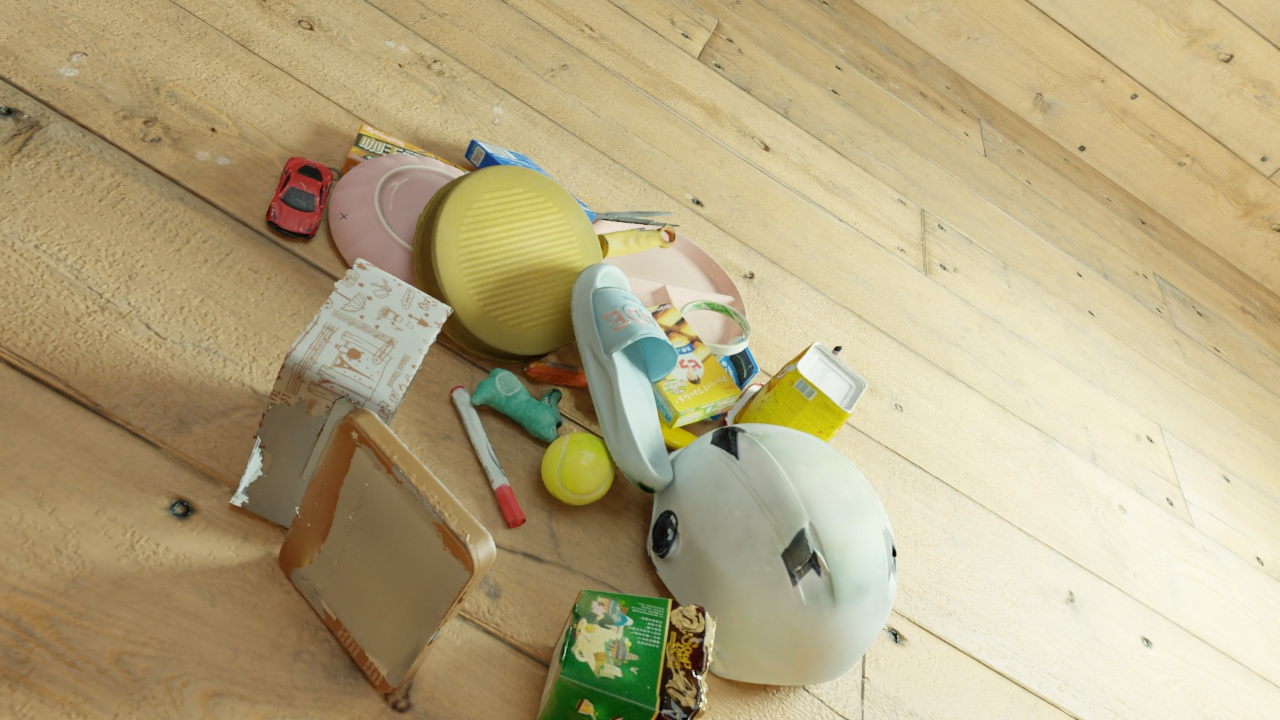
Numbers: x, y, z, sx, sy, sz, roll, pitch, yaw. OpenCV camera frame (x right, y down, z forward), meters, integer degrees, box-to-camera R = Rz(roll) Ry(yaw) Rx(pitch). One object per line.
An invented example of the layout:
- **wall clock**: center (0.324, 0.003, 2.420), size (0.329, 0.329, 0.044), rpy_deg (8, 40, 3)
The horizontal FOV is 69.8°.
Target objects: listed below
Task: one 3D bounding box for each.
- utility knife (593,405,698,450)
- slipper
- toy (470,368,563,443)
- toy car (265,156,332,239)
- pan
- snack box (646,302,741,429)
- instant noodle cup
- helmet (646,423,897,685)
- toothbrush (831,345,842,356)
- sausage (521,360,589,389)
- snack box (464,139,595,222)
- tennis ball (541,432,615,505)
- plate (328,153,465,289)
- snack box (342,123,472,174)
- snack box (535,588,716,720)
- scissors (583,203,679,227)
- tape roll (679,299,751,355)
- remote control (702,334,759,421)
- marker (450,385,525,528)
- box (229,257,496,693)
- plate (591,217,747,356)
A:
- **utility knife**: center (0.049, 0.090, 0.947), size (0.223, 0.015, 0.033), rpy_deg (27, 46, -13)
- **slipper**: center (-0.005, 0.005, 0.860), size (0.104, 0.074, 0.245), rpy_deg (40, 31, -55)
- **toy**: center (-0.109, 0.041, 0.865), size (0.092, 0.030, 0.096), rpy_deg (39, 30, -6)
- **toy car**: center (-0.331, -0.160, 0.896), size (0.049, 0.031, 0.106), rpy_deg (19, 43, -21)
- **pan**: center (-0.075, -0.113, 0.969), size (0.356, 0.078, 0.197), rpy_deg (-18, 93, -37)
- **snack box**: center (0.031, 0.003, 0.963), size (0.086, 0.034, 0.140), rpy_deg (-14, 57, -34)
- **instant noodle cup**: center (0.171, 0.054, 0.992), size (0.116, 0.124, 0.115), rpy_deg (41, 37, 6)
- **helmet**: center (0.134, 0.152, 0.834), size (0.228, 0.146, 0.258), rpy_deg (8, 49, -34)
- **toothbrush**: center (0.215, 0.011, 1.063), size (0.014, 0.189, 0.016), rpy_deg (-2, 76, 2)
- **sausage**: center (-0.046, 0.020, 0.940), size (0.165, 0.022, 0.021), rpy_deg (11, 45, -30)
- **snack box**: center (-0.129, -0.203, 1.060), size (0.084, 0.026, 0.157), rpy_deg (6, 30, -48)
- **tennis ball**: center (-0.055, 0.096, 0.817), size (0.065, 0.066, 0.065), rpy_deg (22, 40, -20)
- **plate**: center (-0.215, -0.140, 0.933), size (0.192, 0.039, 0.192), rpy_deg (17, 52, -24)
- **snack box**: center (-0.244, -0.202, 1.011), size (0.153, 0.026, 0.075), rpy_deg (22, 39, -19)
- **snack box**: center (-0.015, 0.237, 0.679), size (0.105, 0.118, 0.118), rpy_deg (20, 37, -3)
- **scissors**: center (-0.045, -0.170, 1.101), size (0.164, 0.014, 0.163), rpy_deg (27, 39, 20)
- **tape roll**: center (0.084, -0.039, 1.046), size (0.085, 0.014, 0.085), rpy_deg (9, 39, -8)
- **remote control**: center (0.094, 0.019, 1.031), size (0.124, 0.024, 0.049), rpy_deg (-41, 110, -45)
- **marker**: center (-0.136, 0.082, 0.808), size (0.017, 0.017, 0.145), rpy_deg (-4, 53, -41)
- **box**: center (-0.198, 0.075, 0.634), size (0.136, 0.180, 0.269), rpy_deg (6, 46, -35)
- **plate**: center (0.026, -0.088, 1.106), size (0.229, 0.028, 0.229), rpy_deg (21, 41, -19)
